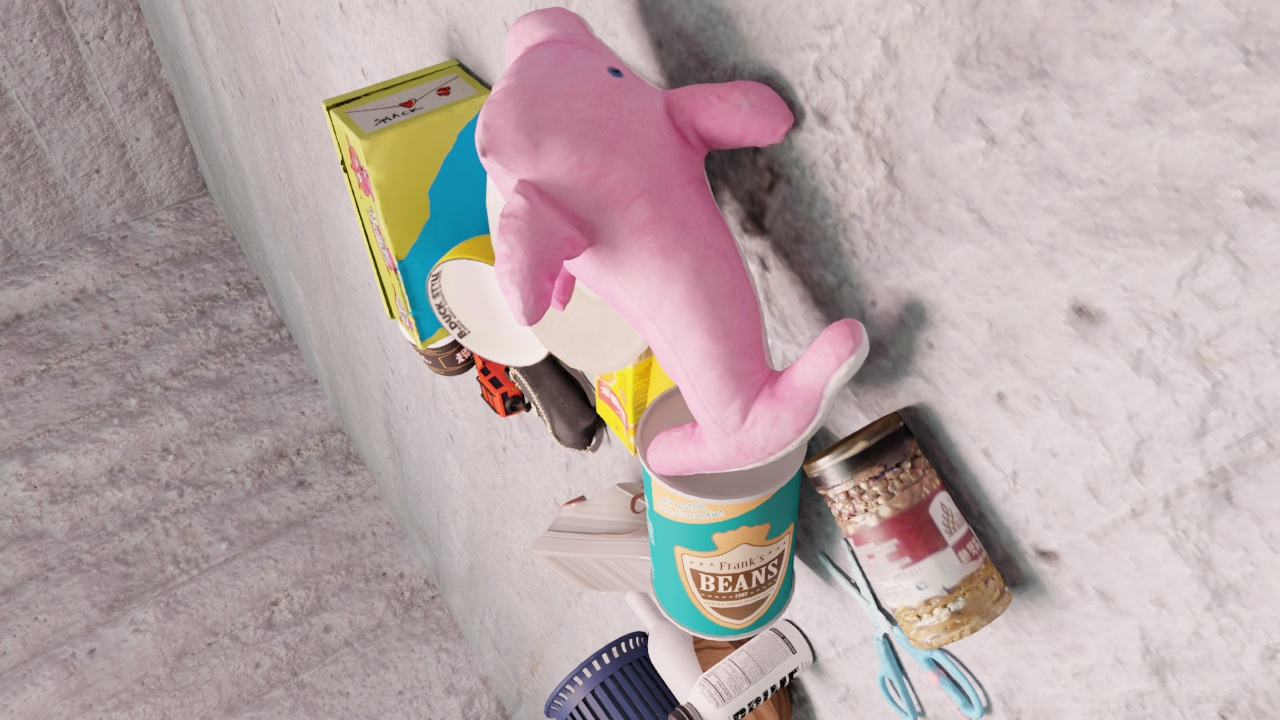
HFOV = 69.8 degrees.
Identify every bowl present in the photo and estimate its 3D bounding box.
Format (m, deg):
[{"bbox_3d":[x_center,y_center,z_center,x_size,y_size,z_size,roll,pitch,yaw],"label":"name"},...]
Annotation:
[{"bbox_3d":[-0.111,-0.059,0.768,0.117,0.067,0.117,17,140,15],"label":"bowl"},{"bbox_3d":[0.092,0.268,0.772,0.119,0.032,0.119,46,152,33],"label":"bowl"}]

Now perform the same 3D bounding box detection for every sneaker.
[{"bbox_3d":[0.013,0.138,0.740,0.237,0.089,0.099,-4,141,41],"label":"sneaker"}]

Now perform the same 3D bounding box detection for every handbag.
[{"bbox_3d":[-0.079,0.035,0.863,0.128,0.054,0.079,51,165,19],"label":"handbag"}]

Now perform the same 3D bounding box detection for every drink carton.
[{"bbox_3d":[-0.004,0.004,0.673,0.058,0.042,0.135,48,152,36],"label":"drink carton"}]

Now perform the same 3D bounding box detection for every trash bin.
[{"bbox_3d":[0.025,0.426,0.957,0.249,0.139,0.139,48,153,27],"label":"trash bin"}]

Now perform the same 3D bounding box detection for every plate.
[{"bbox_3d":[-0.038,-0.085,0.593,0.189,0.027,0.189,24,123,44],"label":"plate"}]

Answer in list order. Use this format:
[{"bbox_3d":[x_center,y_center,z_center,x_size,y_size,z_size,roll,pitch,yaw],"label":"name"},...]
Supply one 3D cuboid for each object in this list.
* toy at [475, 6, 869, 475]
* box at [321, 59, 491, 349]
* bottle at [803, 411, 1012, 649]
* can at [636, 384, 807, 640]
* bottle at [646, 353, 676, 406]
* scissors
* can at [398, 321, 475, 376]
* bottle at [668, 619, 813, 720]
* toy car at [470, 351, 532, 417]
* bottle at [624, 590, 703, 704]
[{"bbox_3d":[-0.012,-0.057,0.453,0.187,0.127,0.265,-35,85,41],"label":"toy"},{"bbox_3d":[-0.176,-0.127,0.787,0.079,0.124,0.221,45,153,35],"label":"box"},{"bbox_3d":[0.132,0.084,0.458,0.105,0.056,0.056,59,157,7],"label":"bottle"},{"bbox_3d":[0.052,0.095,0.583,0.099,0.099,0.144,42,150,39],"label":"can"},{"bbox_3d":[0.030,-0.004,0.589,0.043,0.043,0.144,50,154,27],"label":"bottle"},{"bbox_3d":[0.155,0.178,0.578,0.139,0.015,0.118,52,154,38],"label":"scissors"},{"bbox_3d":[-0.217,-0.031,1.007,0.072,0.072,0.129,56,170,14],"label":"can"},{"bbox_3d":[0.072,0.239,0.676,0.041,0.115,0.041,46,152,33],"label":"bottle"},{"bbox_3d":[-0.153,0.019,0.986,0.100,0.048,0.051,41,149,40],"label":"toy car"},{"bbox_3d":[0.050,0.295,0.865,0.195,0.052,0.053,49,154,29],"label":"bottle"}]
